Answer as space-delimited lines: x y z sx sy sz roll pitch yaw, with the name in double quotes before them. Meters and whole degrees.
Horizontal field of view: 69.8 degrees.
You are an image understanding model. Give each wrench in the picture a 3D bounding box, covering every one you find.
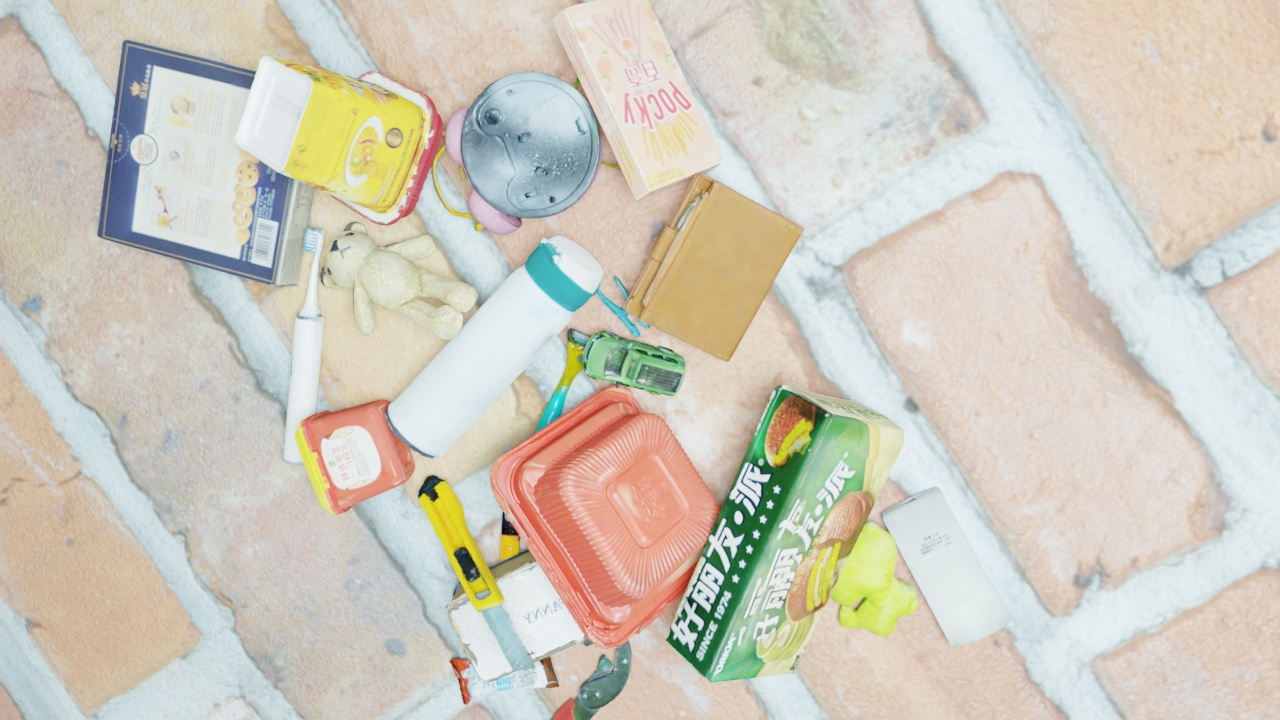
"wrench" -0.089 0.365 0.876 0.056 0.016 0.274 34 102 4

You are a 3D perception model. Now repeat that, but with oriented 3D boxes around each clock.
"clock" -0.104 -0.172 0.774 0.159 0.059 0.117 -21 96 10

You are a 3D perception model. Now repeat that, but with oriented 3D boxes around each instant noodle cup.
"instant noodle cup" -0.012 0.123 0.754 0.189 0.164 0.079 57 145 -4
"instant noodle cup" -0.246 -0.184 0.746 0.116 0.123 0.116 31 103 31

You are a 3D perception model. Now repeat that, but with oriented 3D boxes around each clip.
"clip" -0.014 -0.045 0.802 0.041 0.014 0.056 -36 90 13

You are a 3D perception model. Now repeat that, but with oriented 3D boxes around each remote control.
"remote control" 0.262 0.178 0.789 0.056 0.019 0.135 -29 93 12

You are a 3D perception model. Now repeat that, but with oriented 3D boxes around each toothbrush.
"toothbrush" -0.307 -0.013 0.847 0.026 0.027 0.221 3 102 -31

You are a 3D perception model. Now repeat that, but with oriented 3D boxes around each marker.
"marker" -0.120 0.149 0.848 0.018 0.015 0.124 5 100 8

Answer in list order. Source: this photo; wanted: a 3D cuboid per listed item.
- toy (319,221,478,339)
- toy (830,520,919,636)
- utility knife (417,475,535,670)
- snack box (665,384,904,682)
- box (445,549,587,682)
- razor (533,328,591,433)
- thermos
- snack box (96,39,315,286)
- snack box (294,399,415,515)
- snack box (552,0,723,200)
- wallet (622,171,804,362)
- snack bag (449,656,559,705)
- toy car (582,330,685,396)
"toy" -0.211 -0.067 0.794 0.157 0.066 0.105 25 82 21
"toy" 0.194 0.190 0.795 0.100 0.031 0.097 38 112 4
"utility knife" -0.145 0.179 0.794 0.033 0.015 0.216 -38 55 -1
"snack box" 0.119 0.144 0.753 0.063 0.114 0.240 33 104 45
"box" -0.088 0.215 0.820 0.184 0.060 0.090 -23 96 6
"razor" -0.071 0.037 0.816 0.043 0.028 0.132 20 100 -25
"thermos" -0.123 -0.013 0.797 0.073 0.073 0.224 45 103 0
"snack box" -0.384 -0.175 0.824 0.182 0.045 0.178 16 101 6
"snack box" -0.255 0.083 0.828 0.080 0.082 0.091 -18 96 1
"snack box" -0.001 -0.216 0.742 0.084 0.026 0.157 -28 94 -32
"wallet" 0.060 -0.075 0.763 0.107 0.031 0.132 24 103 -19
"snack bag" -0.130 0.296 0.866 0.104 0.026 0.048 -17 91 11
"toy car" -0.005 0.005 0.790 0.091 0.036 0.043 15 103 -11
